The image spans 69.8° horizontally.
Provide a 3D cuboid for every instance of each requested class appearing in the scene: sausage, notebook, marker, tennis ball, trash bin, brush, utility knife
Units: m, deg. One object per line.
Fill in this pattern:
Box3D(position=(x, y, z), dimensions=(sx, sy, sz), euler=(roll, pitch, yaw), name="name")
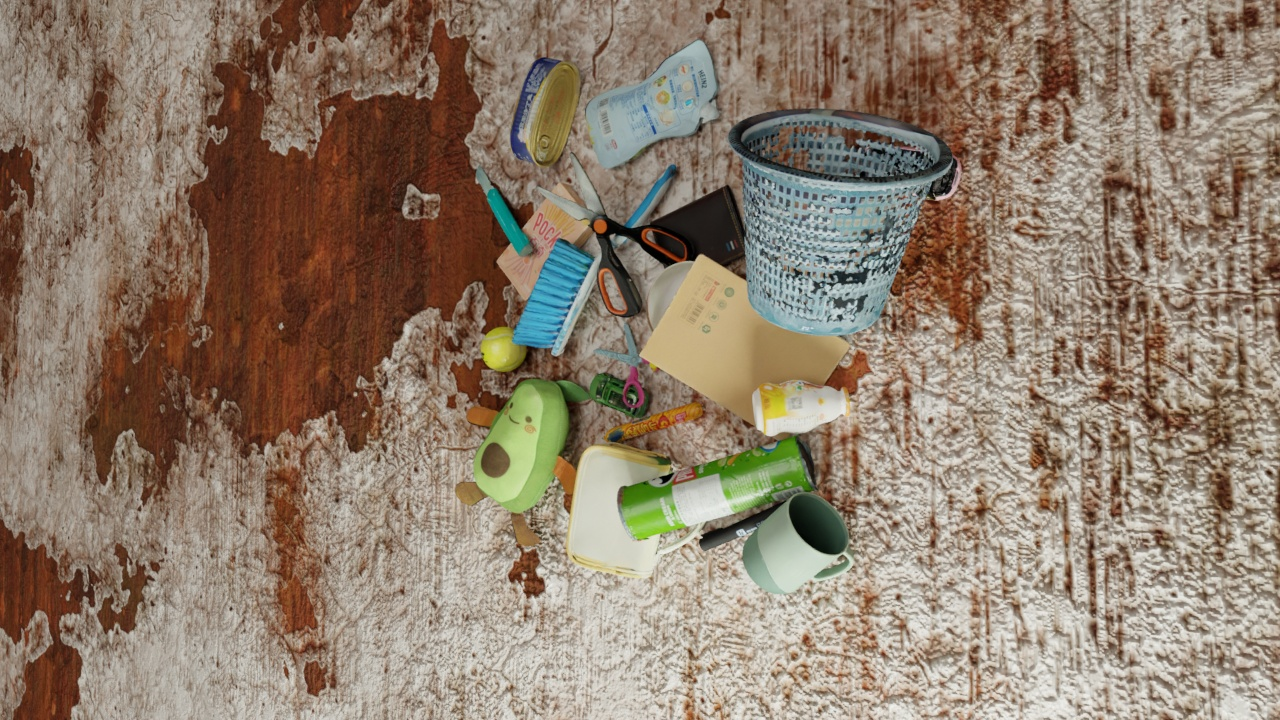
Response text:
Box3D(position=(0.016, 0.083, 1.205), dimensions=(0.165, 0.021, 0.021), euler=(-20, 78, 30), name="sausage")
Box3D(position=(0.122, -0.013, 1.097), dimensions=(0.207, 0.008, 0.148), euler=(31, 106, 2), name="notebook")
Box3D(position=(0.129, 0.204, 1.132), dimensions=(0.132, 0.020, 0.022), euler=(-30, 44, 29), name="marker")
Box3D(position=(-0.196, -0.016, 1.316), dimensions=(0.066, 0.065, 0.065), euler=(-1, 88, 32), name="tennis ball")
Box3D(position=(0.198, -0.143, 0.986), dimensions=(0.227, 0.225, 0.195), euler=(25, 129, 30), name="trash bin")
Box3D(position=(-0.066, -0.142, 1.242), dimensions=(0.109, 0.060, 0.315), euler=(26, 106, 0), name="brush")
Box3D(position=(-0.202, -0.219, 1.340), dimensions=(0.029, 0.013, 0.209), euler=(-49, 54, 24), name="utility knife")

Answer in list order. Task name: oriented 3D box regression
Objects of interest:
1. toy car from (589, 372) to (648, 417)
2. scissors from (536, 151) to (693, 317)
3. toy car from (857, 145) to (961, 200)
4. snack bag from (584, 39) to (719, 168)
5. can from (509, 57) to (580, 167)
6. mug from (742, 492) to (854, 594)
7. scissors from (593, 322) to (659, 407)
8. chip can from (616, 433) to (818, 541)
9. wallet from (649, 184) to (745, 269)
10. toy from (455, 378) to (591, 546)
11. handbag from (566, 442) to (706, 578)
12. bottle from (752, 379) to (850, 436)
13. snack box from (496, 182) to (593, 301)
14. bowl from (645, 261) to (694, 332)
Box3D(position=(-0.032, 0.046, 1.230), dimensions=(0.091, 0.036, 0.043), euler=(21, 101, 35), name="toy car")
Box3D(position=(-0.030, -0.162, 1.190), dimensions=(0.222, 0.021, 0.221), euler=(1, 109, 19), name="scissors")
Box3D(position=(0.301, -0.212, 1.029), dimensions=(0.122, 0.037, 0.056), euler=(22, 102, 43), name="toy car")
Box3D(position=(0.017, -0.334, 1.210), dimensions=(0.191, 0.038, 0.110), euler=(-18, 74, 29), name="snack bag")
Box3D(position=(-0.134, -0.348, 1.284), dimensions=(0.049, 0.074, 0.148), euler=(23, 101, 33), name="can")
Box3D(position=(0.186, 0.220, 1.057), dimensions=(0.111, 0.082, 0.107), euler=(27, 130, -11), name="mug")
Box3D(position=(-0.008, 0.008, 1.208), dimensions=(0.133, 0.017, 0.128), euler=(14, 69, 24), name="scissors")
Box3D(position=(0.091, 0.154, 1.099), dimensions=(0.236, 0.072, 0.072), euler=(-19, 78, 18), name="chip can")
Box3D(position=(0.075, -0.158, 1.179), dimensions=(0.123, 0.020, 0.096), euler=(-22, 77, 32), name="wallet")
Box3D(position=(-0.168, 0.130, 1.281), dimensions=(0.227, 0.089, 0.247), euler=(30, 106, 26), name="toy")
Box3D(position=(0.002, 0.199, 1.197), dimensions=(0.179, 0.063, 0.163), euler=(11, 94, 17), name="handbag")
Box3D(position=(0.186, 0.053, 1.063), dimensions=(0.108, 0.063, 0.063), euler=(-6, 85, 2), name="bottle")
Box3D(position=(-0.133, -0.167, 1.305), dimensions=(0.158, 0.026, 0.084), euler=(-48, 66, 22), name="snack box")
Box3D(position=(0.069, -0.065, 1.153), dimensions=(0.114, 0.062, 0.113), euler=(-1, 88, 30), name="bowl")
